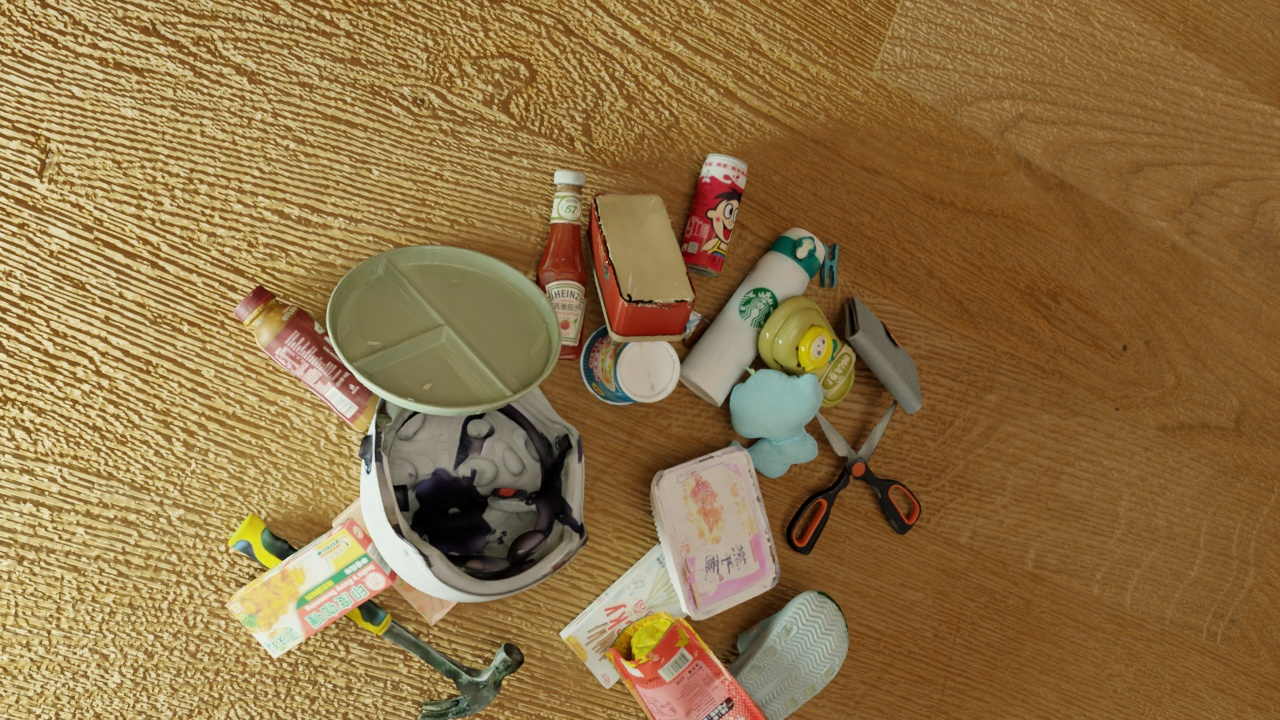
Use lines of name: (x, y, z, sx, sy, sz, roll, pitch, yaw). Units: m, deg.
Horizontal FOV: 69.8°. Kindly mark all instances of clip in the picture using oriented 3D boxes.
clip: (0.231, -0.116, 1.122, 0.046, 0.014, 0.057, 2, 94, -19)

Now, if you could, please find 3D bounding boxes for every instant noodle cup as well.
instant noodle cup: (-0.006, 0.006, 1.007, 0.099, 0.110, 0.099, -1, 93, -17)
instant noodle cup: (0.077, 0.195, 1.058, 0.137, 0.060, 0.173, -15, 93, -29)

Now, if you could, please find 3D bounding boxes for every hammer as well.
hammer: (-0.288, 0.271, 0.967, 0.323, 0.032, 0.126, 38, 103, -12)

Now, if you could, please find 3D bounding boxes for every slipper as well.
slipper: (0.150, 0.374, 1.103, 0.104, 0.074, 0.245, 41, 98, -14)
slipper: (0.212, -0.002, 1.060, 0.091, 0.082, 0.190, -56, 135, -8)

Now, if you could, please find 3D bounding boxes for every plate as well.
plate: (-0.193, -0.032, 0.917, 0.230, 0.229, 0.028, 11, 135, -11)

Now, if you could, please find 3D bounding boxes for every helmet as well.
helmet: (-0.181, 0.126, 0.931, 0.228, 0.146, 0.258, -2, 61, -37)

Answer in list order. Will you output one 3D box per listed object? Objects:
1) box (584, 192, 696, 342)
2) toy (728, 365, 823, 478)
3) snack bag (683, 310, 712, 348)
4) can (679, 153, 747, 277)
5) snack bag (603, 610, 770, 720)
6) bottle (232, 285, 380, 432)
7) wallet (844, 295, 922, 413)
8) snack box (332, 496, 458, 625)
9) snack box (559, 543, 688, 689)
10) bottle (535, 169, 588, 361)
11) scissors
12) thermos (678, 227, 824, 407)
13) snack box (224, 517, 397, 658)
box: (0.001, -0.107, 0.970, 0.091, 0.078, 0.168, -2, 51, -17)
toy: (0.152, 0.068, 1.053, 0.156, 0.162, 0.049, 42, 37, -25)
snack bag: (0.033, -0.059, 1.059, 0.104, 0.026, 0.048, 39, 91, -16)
can: (0.082, -0.165, 1.051, 0.053, 0.053, 0.132, 16, 89, -18)
snack bag: (0.059, 0.384, 1.038, 0.129, 0.073, 0.208, -32, 104, 18)
bottle: (-0.332, -0.003, 0.933, 0.175, 0.057, 0.057, 45, 81, -15)
wallet: (0.296, -0.012, 1.110, 0.037, 0.106, 0.129, -34, 110, 28)
snack box: (-0.246, 0.202, 0.990, 0.084, 0.026, 0.157, -43, 105, -10)
snack box: (-0.008, 0.297, 1.071, 0.156, 0.027, 0.085, -41, 104, -11)
bottle: (-0.084, -0.103, 1.001, 0.059, 0.060, 0.206, 4, 93, -17)
scissors: (0.260, 0.150, 1.133, 0.221, 0.022, 0.230, -43, 113, -5)
thermos: (0.131, -0.054, 1.063, 0.073, 0.073, 0.224, 39, 83, -16)
snack box: (-0.330, 0.229, 0.922, 0.156, 0.027, 0.077, -33, 106, 9)
